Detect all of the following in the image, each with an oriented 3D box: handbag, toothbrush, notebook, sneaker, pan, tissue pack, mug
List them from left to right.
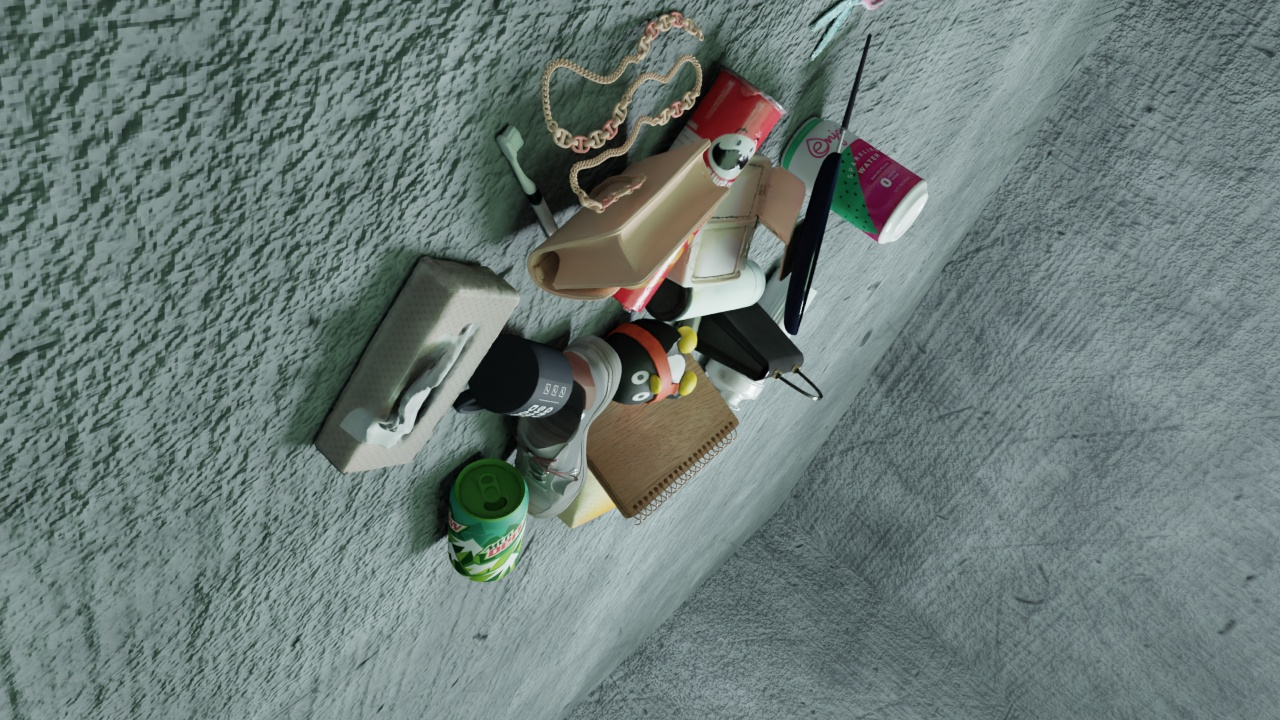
[{"bbox_3d":[-0.170,0.013,0.711,0.182,0.071,0.103,-52,163,15],"label":"tissue pack"},{"bbox_3d":[-0.124,0.023,0.847,0.105,0.071,0.077,-27,166,14],"label":"mug"},{"bbox_3d":[-0.080,-0.129,0.726,0.017,0.012,0.187,-51,162,-9],"label":"toothbrush"},{"bbox_3d":[-0.099,0.084,0.971,0.089,0.099,0.237,-26,143,-54],"label":"sneaker"},{"bbox_3d":[-0.027,-0.167,0.736,0.198,0.117,0.187,-48,124,-37],"label":"handbag"},{"bbox_3d":[0.012,0.071,1.095,0.209,0.169,0.022,-36,180,-38],"label":"notebook"},{"bbox_3d":[0.055,0.011,1.218,0.024,0.022,0.186,4,111,-21],"label":"toothbrush"},{"bbox_3d":[0.172,-0.008,1.266,0.072,0.196,0.175,-57,161,18],"label":"handbag"},{"bbox_3d":[0.205,-0.199,1.002,0.199,0.021,0.356,60,46,-75],"label":"pan"}]

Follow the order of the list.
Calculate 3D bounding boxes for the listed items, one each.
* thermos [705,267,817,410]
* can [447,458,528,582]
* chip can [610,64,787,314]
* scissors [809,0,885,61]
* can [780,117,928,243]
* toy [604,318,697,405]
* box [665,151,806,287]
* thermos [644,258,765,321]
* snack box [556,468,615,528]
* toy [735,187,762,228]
[{"bbox_3d":[0.184,-0.033,1.424,0.220,0.099,0.099,-57,161,9],"label":"thermos"},{"bbox_3d":[-0.167,0.175,1.000,0.082,0.083,0.144,-38,158,-34],"label":"can"},{"bbox_3d":[0.038,-0.155,0.860,0.233,0.073,0.073,-54,162,13],"label":"chip can"},{"bbox_3d":[0.232,-0.395,0.952,0.172,0.014,0.159,-38,159,-25],"label":"scissors"},{"bbox_3d":[0.256,-0.218,1.104,0.088,0.166,0.088,-44,161,-20],"label":"can"},{"bbox_3d":[-0.006,0.006,1.034,0.119,0.100,0.098,-30,133,-34],"label":"toy"},{"bbox_3d":[0.138,-0.139,0.960,0.193,0.101,0.144,-12,125,-39],"label":"box"},{"bbox_3d":[0.081,-0.088,1.103,0.068,0.068,0.229,-58,161,21],"label":"thermos"},{"bbox_3d":[-0.019,0.113,1.165,0.194,0.080,0.145,-23,139,-40],"label":"snack box"},{"bbox_3d":[0.105,-0.160,1.038,0.100,0.062,0.076,-45,143,19],"label":"toy"}]
